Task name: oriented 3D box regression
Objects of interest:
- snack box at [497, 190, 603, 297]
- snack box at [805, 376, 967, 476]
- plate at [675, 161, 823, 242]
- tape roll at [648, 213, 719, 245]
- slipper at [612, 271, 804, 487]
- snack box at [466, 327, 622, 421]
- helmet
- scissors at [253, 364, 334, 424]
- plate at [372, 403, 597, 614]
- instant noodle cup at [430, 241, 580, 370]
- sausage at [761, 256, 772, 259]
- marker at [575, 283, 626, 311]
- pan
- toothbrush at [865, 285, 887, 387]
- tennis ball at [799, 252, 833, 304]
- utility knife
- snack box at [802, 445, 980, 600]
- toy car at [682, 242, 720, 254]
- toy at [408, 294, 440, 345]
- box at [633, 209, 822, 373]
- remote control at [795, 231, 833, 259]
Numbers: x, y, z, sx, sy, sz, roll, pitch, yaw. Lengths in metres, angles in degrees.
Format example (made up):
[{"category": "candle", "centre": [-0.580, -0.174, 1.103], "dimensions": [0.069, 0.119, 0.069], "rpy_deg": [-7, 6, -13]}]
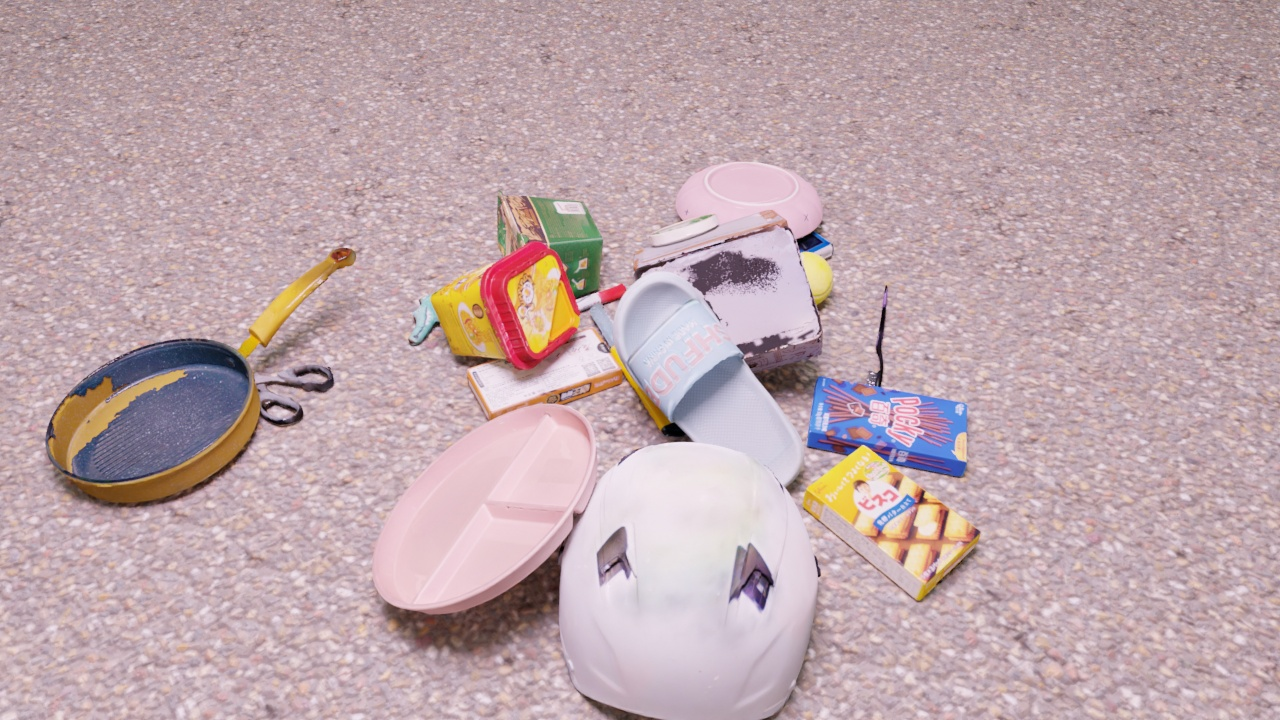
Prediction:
[{"category": "snack box", "centre": [-0.106, -0.133, 1.088], "dimensions": [0.105, 0.118, 0.118], "rpy_deg": [-11, 48, -19]}, {"category": "snack box", "centre": [0.254, 0.066, 0.945], "dimensions": [0.157, 0.026, 0.084], "rpy_deg": [10, 44, 10]}, {"category": "plate", "centre": [0.142, -0.214, 1.189], "dimensions": [0.192, 0.039, 0.192], "rpy_deg": [1, 38, -1]}, {"category": "tape roll", "centre": [0.052, -0.158, 1.104], "dimensions": [0.086, 0.014, 0.085], "rpy_deg": [-18, 12, 4]}, {"category": "slipper", "centre": [0.062, 0.027, 0.877], "dimensions": [0.104, 0.074, 0.245], "rpy_deg": [-40, 87, 8]}, {"category": "snack box", "centre": [-0.103, 0.017, 0.992], "dimensions": [0.153, 0.026, 0.075], "rpy_deg": [-19, 47, -20]}, {"category": "helmet", "centre": [0.040, 0.157, 0.761], "dimensions": [0.229, 0.146, 0.257], "rpy_deg": [8, 44, 7]}, {"category": "scissors", "centre": [-0.417, 0.024, 0.991], "dimensions": [0.164, 0.014, 0.164], "rpy_deg": [-14, 44, -14]}, {"category": "plate", "centre": [-0.134, 0.128, 0.805], "dimensions": [0.230, 0.028, 0.229], "rpy_deg": [-24, 32, 16]}, {"category": "instant noodle cup", "centre": [-0.149, -0.056, 0.985], "dimensions": [0.124, 0.116, 0.115], "rpy_deg": [-3, 26, 37]}, {"category": "sausage", "centre": [0.154, -0.143, 1.165], "dimensions": [0.021, 0.021, 0.165], "rpy_deg": [-30, 51, -28]}, {"category": "marker", "centre": [-0.083, -0.061, 1.081], "dimensions": [0.145, 0.017, 0.017], "rpy_deg": [-20, 48, -21]}, {"category": "pan", "centre": [-0.434, 0.000, 0.952], "dimensions": [0.198, 0.078, 0.356], "rpy_deg": [30, 54, 30]}, {"category": "toothbrush", "centre": [0.274, -0.028, 1.054], "dimensions": [0.017, 0.014, 0.188], "rpy_deg": [1, 42, 18]}, {"category": "tennis ball", "centre": [0.195, -0.095, 1.085], "dimensions": [0.065, 0.066, 0.065], "rpy_deg": [0, 44, -1]}, {"category": "utility knife", "centre": [-0.006, 0.006, 1.011], "dimensions": [0.033, 0.015, 0.223], "rpy_deg": [-19, 49, -18]}, {"category": "snack box", "centre": [0.232, 0.148, 0.856], "dimensions": [0.086, 0.034, 0.140], "rpy_deg": [-30, 50, -29]}, {"category": "toy car", "centre": [0.082, -0.128, 1.141], "dimensions": [0.049, 0.031, 0.106], "rpy_deg": [-16, 45, -16]}, {"category": "toy", "centre": [-0.224, -0.050, 1.061], "dimensions": [0.092, 0.030, 0.096], "rpy_deg": [12, 52, 19]}, {"category": "box", "centre": [0.085, -0.089, 1.004], "dimensions": [0.179, 0.136, 0.269], "rpy_deg": [-16, 44, 6]}, {"category": "remote control", "centre": [0.188, -0.163, 1.185], "dimensions": [0.049, 0.024, 0.125], "rpy_deg": [-27, 49, -26]}]
